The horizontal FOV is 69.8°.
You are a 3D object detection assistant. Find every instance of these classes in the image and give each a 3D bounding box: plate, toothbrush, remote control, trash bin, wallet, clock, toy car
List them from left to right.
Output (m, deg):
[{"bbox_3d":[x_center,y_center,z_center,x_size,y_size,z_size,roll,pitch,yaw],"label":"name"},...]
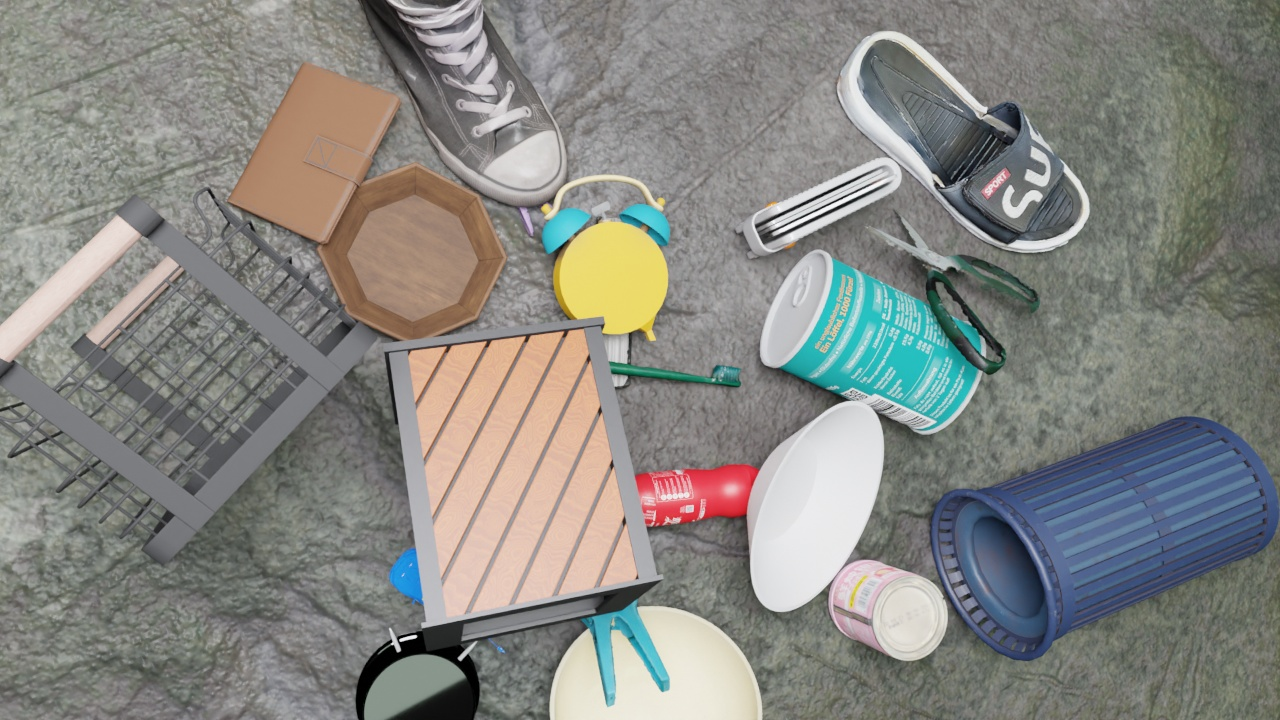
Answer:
[{"bbox_3d":[-0.235,-0.151,0.664,0.087,0.013,0.121,23,81,12],"label":"wallet"},{"bbox_3d":[-0.168,-0.078,0.683,0.131,0.025,0.131,1,87,-15],"label":"plate"},{"bbox_3d":[-0.162,0.257,0.660,0.091,0.043,0.120,14,84,-14],"label":"clock"},{"bbox_3d":[-0.138,0.175,0.661,0.092,0.062,0.033,38,79,-10],"label":"toy car"},{"bbox_3d":[-0.085,0.085,0.612,0.139,0.140,0.171,-8,70,-15],"label":"trash bin"},{"bbox_3d":[-0.024,-0.076,0.699,0.099,0.044,0.129,-7,95,-16],"label":"clock"},{"bbox_3d":[-0.022,-0.046,0.727,0.033,0.013,0.136,3,85,-15],"label":"remote control"},{"bbox_3d":[-0.004,0.004,0.711,0.189,0.016,0.017,7,86,-24],"label":"toothbrush"},{"bbox_3d":[0.128,0.108,0.721,0.173,0.036,0.174,-22,123,-40],"label":"plate"},{"bbox_3d":[0.142,-0.121,0.720,0.118,0.115,0.037,-27,94,-15],"label":"wallet"},{"bbox_3d":[0.389,0.138,0.763,0.249,0.139,0.139,-16,91,-16],"label":"trash bin"}]

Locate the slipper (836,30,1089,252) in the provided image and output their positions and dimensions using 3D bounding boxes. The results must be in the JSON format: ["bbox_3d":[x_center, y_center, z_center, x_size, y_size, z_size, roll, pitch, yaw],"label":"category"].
[{"bbox_3d":[0.289,-0.186,0.792,0.264,0.063,0.111,37,79,-8],"label":"slipper"}]

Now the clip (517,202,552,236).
[{"bbox_3d":[-0.089,-0.123,0.714,0.029,0.013,0.050,-38,94,-15],"label":"clip"}]

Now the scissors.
[{"bbox_3d":[0.269,-0.051,0.743,0.201,0.015,0.205,19,39,-20],"label":"scissors"}]

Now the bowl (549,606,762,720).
[{"bbox_3d":[0.009,0.266,0.673,0.151,0.075,0.150,2,46,-2],"label":"bowl"}]

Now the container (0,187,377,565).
[{"bbox_3d":[-0.270,-0.001,0.550,0.130,0.242,0.162,44,77,-17],"label":"container"}]

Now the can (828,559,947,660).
[{"bbox_3d":[0.197,0.199,0.740,0.067,0.076,0.067,1,87,-15],"label":"can"}]

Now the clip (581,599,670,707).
[{"bbox_3d":[-0.039,0.190,0.672,0.120,0.030,0.130,5,45,-6],"label":"clip"}]

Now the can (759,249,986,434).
[{"bbox_3d":[0.184,-0.014,0.734,0.144,0.099,0.099,23,82,-13],"label":"can"}]

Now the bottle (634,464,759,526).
[{"bbox_3d":[0.027,0.107,0.718,0.141,0.042,0.042,-4,88,-15],"label":"bottle"}]

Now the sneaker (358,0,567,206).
[{"bbox_3d":[-0.124,-0.221,0.654,0.095,0.120,0.235,-29,97,-14],"label":"sneaker"}]
